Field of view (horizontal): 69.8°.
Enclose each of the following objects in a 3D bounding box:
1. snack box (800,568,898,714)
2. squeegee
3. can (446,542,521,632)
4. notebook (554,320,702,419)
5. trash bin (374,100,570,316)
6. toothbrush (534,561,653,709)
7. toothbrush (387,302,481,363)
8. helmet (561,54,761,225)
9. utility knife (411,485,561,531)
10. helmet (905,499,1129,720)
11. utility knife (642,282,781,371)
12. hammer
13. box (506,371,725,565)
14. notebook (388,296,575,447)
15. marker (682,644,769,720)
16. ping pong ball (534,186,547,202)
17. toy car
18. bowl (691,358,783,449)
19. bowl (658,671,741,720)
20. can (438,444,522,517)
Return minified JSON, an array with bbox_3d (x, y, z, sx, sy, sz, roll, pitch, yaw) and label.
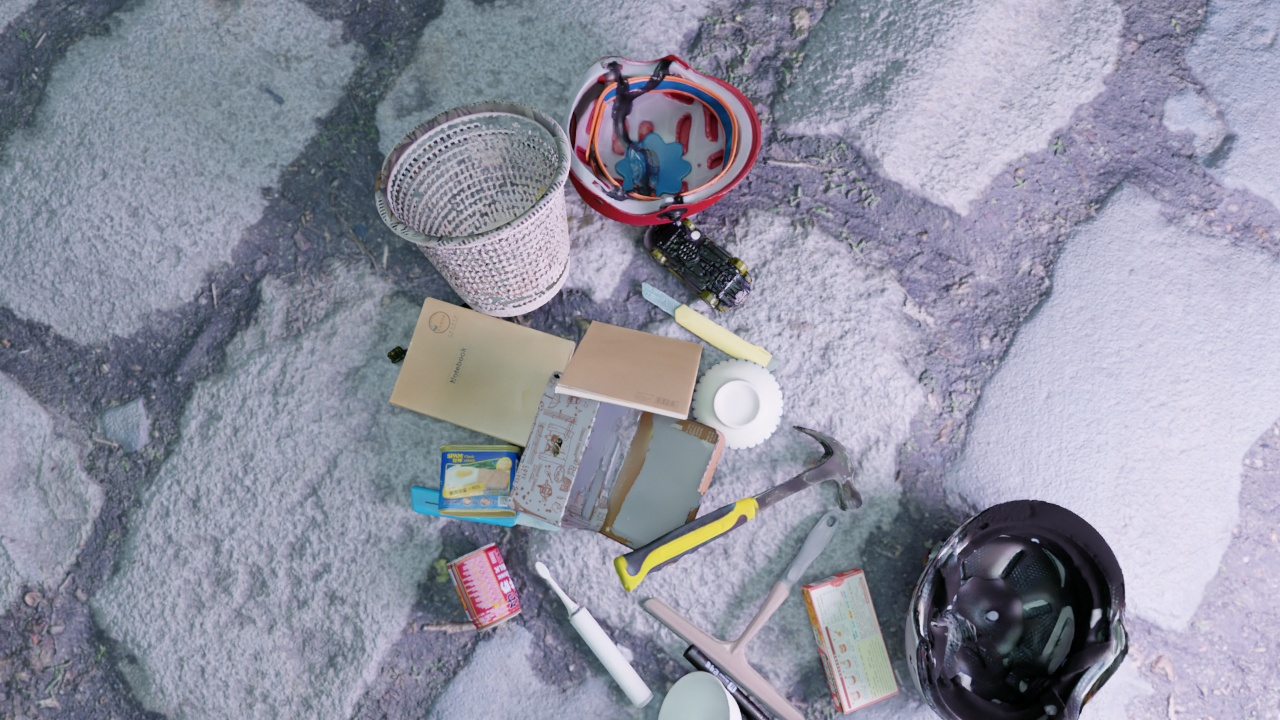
[{"bbox_3d":[0.255,0.340,1.117,0.077,0.027,0.155,-15,88,-14],"label":"snack box"},{"bbox_3d":[0.171,0.287,1.138,0.247,0.040,0.249,37,87,7],"label":"squeegee"},{"bbox_3d":[-0.194,0.283,1.144,0.066,0.066,0.093,-25,83,0],"label":"can"},{"bbox_3d":[-0.007,0.006,1.100,0.149,0.211,0.012,12,114,4],"label":"notebook"},{"bbox_3d":[-0.176,-0.164,1.105,0.227,0.192,0.227,-5,56,7],"label":"trash bin"},{"bbox_3d":[-0.063,0.340,1.151,0.026,0.026,0.221,-36,83,-27],"label":"toothbrush"},{"bbox_3d":[-0.238,-0.057,1.201,0.212,0.027,0.026,-32,45,0],"label":"toothbrush"},{"bbox_3d":[0.018,-0.261,1.151,0.240,0.144,0.206,2,76,-8],"label":"helmet"},{"bbox_3d":[-0.196,0.194,1.178,0.204,0.018,0.034,9,84,3],"label":"utility knife"},{"bbox_3d":[0.416,0.304,1.064,0.230,0.157,0.273,25,75,6],"label":"helmet"},{"bbox_3d":[0.087,-0.042,1.184,0.206,0.021,0.031,32,86,-1],"label":"utility knife"},{"bbox_3d":[0.115,0.180,1.093,0.322,0.032,0.126,-23,101,-17],"label":"hammer"},{"bbox_3d":[-0.022,0.134,1.100,0.194,0.156,0.183,17,86,26],"label":"box"},{"bbox_3d":[-0.202,0.016,1.170,0.208,0.008,0.147,17,84,8],"label":"notebook"},{"bbox_3d":[0.105,0.404,1.137,0.132,0.020,0.022,43,118,3],"label":"marker"},{"bbox_3d":[-0.120,-0.208,1.203,0.040,0.040,0.040,0,84,3],"label":"ping pong ball"},{"bbox_3d":[0.074,-0.128,1.183,0.158,0.042,0.070,42,88,10],"label":"toy car"},{"bbox_3d":[0.121,0.055,1.145,0.116,0.066,0.116,0,88,5],"label":"bowl"},{"bbox_3d":[0.084,0.443,1.106,0.064,0.118,0.118,31,85,-34],"label":"bowl"},{"bbox_3d":[-0.202,0.152,1.153,0.102,0.057,0.083,1,73,0],"label":"can"}]
